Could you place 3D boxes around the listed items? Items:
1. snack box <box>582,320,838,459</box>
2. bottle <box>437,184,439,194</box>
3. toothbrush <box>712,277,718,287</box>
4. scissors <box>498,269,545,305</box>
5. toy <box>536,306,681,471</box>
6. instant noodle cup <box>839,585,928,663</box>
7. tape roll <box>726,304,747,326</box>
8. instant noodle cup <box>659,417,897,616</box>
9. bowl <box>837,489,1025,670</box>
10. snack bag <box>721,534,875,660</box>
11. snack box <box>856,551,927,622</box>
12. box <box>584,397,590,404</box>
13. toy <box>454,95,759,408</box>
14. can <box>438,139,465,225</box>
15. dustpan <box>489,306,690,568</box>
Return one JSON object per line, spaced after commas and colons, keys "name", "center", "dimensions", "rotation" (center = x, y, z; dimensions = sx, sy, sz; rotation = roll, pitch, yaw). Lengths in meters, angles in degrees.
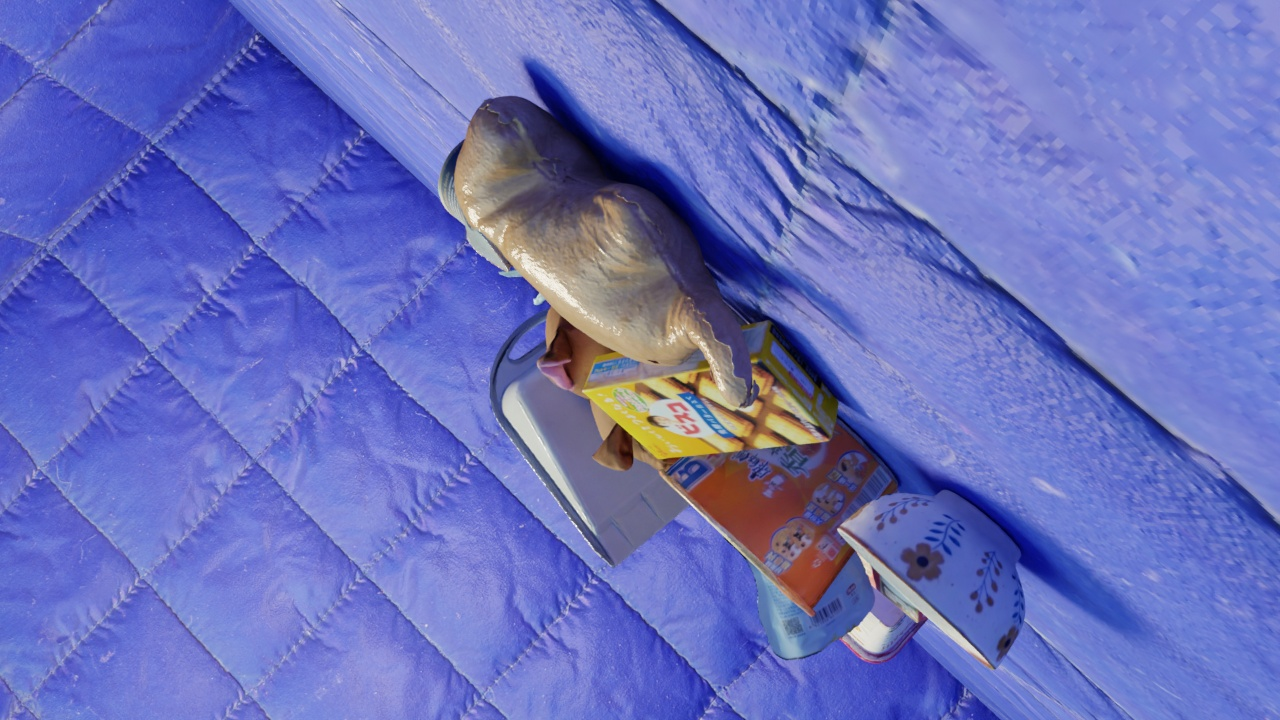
{"name": "snack box", "center": [0.043, 0.023, 0.580], "dimensions": [0.141, 0.033, 0.087], "rotation": [-9, 139, 40]}
{"name": "bottle", "center": [-0.117, -0.128, 0.923], "dimensions": [0.218, 0.065, 0.065], "rotation": [42, 177, 24]}
{"name": "toothbrush", "center": [-0.024, -0.099, 0.576], "dimensions": [0.189, 0.029, 0.020], "rotation": [41, -141, 18]}
{"name": "scissors", "center": [-0.063, -0.081, 0.747], "dimensions": [0.134, 0.017, 0.113], "rotation": [-1, 142, 24]}
{"name": "toy", "center": [-0.004, 0.004, 0.694], "dimensions": [0.131, 0.139, 0.199], "rotation": [-3, 145, 29]}
{"name": "instant noodle cup", "center": [0.248, 0.240, 0.965], "dimensions": [0.116, 0.116, 0.124], "rotation": [42, 165, 22]}
{"name": "tape roll", "center": [0.054, -0.025, 0.625], "dimensions": [0.086, 0.014, 0.086], "rotation": [43, 177, 2]}
{"name": "instant noodle cup", "center": [0.105, 0.093, 0.666], "dimensions": [0.151, 0.111, 0.151], "rotation": [43, 177, 2]}
{"name": "bowl", "center": [0.177, 0.115, 0.529], "dimensions": [0.113, 0.062, 0.113], "rotation": [44, 177, 2]}
{"name": "snack bag", "center": [0.127, 0.151, 0.774], "dimensions": [0.191, 0.110, 0.039], "rotation": [66, 171, -12]}
{"name": "snack box", "center": [0.203, 0.158, 0.813], "dimensions": [0.153, 0.025, 0.075], "rotation": [38, 143, 57]}
{"name": "box", "center": [-0.016, 0.004, 0.848], "dimensions": [0.087, 0.076, 0.163], "rotation": [-103, 15, -47]}
{"name": "toy", "center": [-0.013, -0.050, 0.504], "dimensions": [0.226, 0.082, 0.143], "rotation": [41, 170, 20]}
{"name": "can", "center": [-0.089, -0.113, 0.677], "dimensions": [0.111, 0.075, 0.075], "rotation": [40, 176, 36]}
{"name": "dustpan", "center": [-0.037, 0.049, 0.997], "dimensions": [0.258, 0.222, 0.143], "rotation": [54, 164, -3]}
